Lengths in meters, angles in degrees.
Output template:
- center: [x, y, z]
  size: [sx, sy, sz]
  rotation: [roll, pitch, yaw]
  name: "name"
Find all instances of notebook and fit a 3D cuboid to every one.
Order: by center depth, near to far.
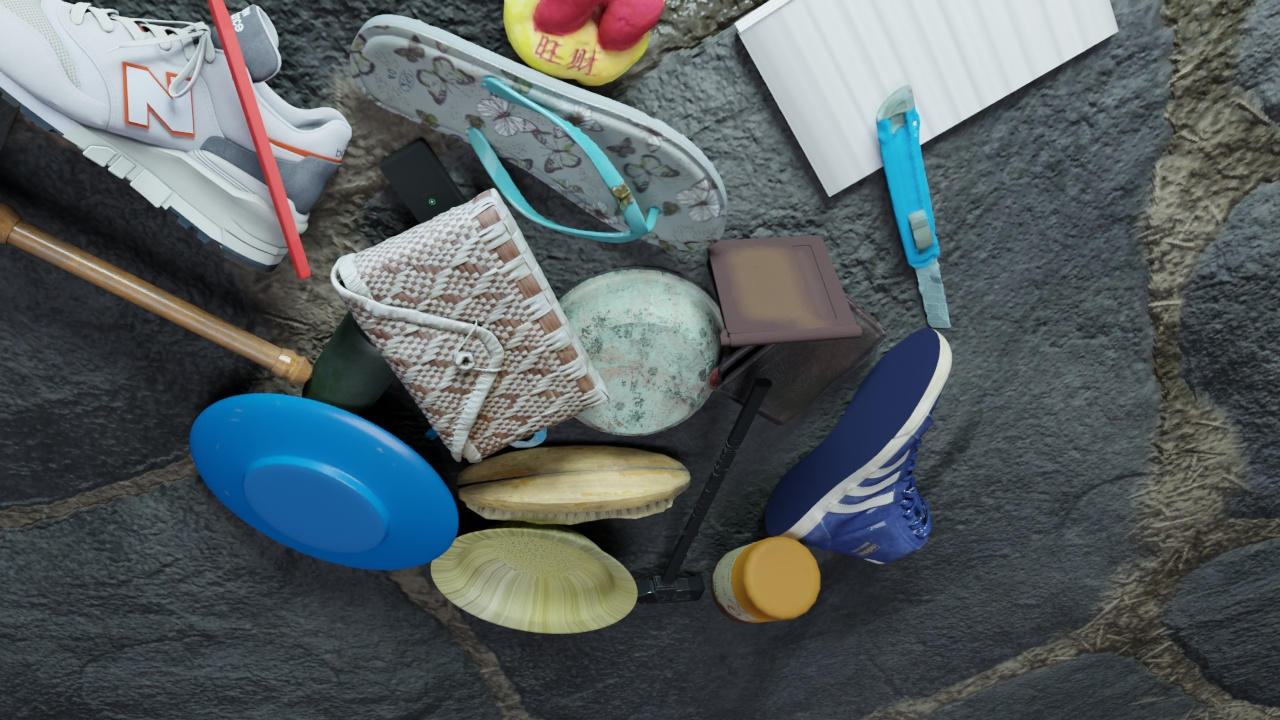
- center: [0.185, -0.214, 0.590]
  size: [0.210, 0.009, 0.142]
  rotation: [-29, 124, 15]
  name: "notebook"

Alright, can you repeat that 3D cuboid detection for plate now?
- center: [-0.258, 0.113, 0.740]
  size: [0.224, 0.024, 0.225]
  rotation: [8, 136, 7]
  name: "plate"
- center: [-0.093, 0.188, 0.831]
  size: [0.184, 0.036, 0.185]
  rotation: [4, 138, 3]
  name: "plate"

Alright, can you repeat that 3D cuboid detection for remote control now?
- center: [-0.127, -0.087, 0.653]
  size: [0.034, 0.013, 0.150]
  rotation: [-24, 125, 12]
  name: "remote control"

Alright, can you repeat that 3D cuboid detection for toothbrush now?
- center: [-0.217, -0.141, 0.528]
  size: [0.017, 0.012, 0.213]
  rotation: [-26, 132, -27]
  name: "toothbrush"

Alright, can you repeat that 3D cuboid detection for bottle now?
- center: [-0.234, 0.027, 0.704]
  size: [0.055, 0.055, 0.175]
  rotation: [29, 125, -24]
  name: "bottle"
- center: [0.100, 0.201, 0.823]
  size: [0.068, 0.067, 0.157]
  rotation: [8, 161, -11]
  name: "bottle"

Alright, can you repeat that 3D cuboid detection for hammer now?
- center: [-0.366, -0.062, 0.606]
  size: [0.317, 0.082, 0.163]
  rotation: [31, 118, -24]
  name: "hammer"
- center: [0.046, 0.123, 0.771]
  size: [0.095, 0.015, 0.326]
  rotation: [1, 139, -16]
  name: "hammer"

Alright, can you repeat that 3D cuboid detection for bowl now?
- center: [-0.004, 0.004, 0.715]
  size: [0.157, 0.038, 0.158]
  rotation: [-2, 126, -3]
  name: "bowl"

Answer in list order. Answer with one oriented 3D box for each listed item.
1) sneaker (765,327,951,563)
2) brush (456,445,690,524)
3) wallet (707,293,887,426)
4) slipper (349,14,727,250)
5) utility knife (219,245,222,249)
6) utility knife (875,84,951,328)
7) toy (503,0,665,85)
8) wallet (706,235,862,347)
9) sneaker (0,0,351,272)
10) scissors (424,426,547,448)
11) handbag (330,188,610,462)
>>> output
- center: [0.219, 0.089, 0.764]
  size: [0.118, 0.091, 0.234]
  rotation: [25, 121, -16]
  name: "sneaker"
- center: [-0.055, 0.106, 0.773]
  size: [0.195, 0.059, 0.043]
  rotation: [-1, 139, -8]
  name: "brush"
- center: [0.123, -0.003, 0.712]
  size: [0.120, 0.031, 0.099]
  rotation: [-40, 141, 19]
  name: "wallet"
- center: [-0.056, -0.132, 0.584]
  size: [0.268, 0.054, 0.098]
  rotation: [25, 143, -20]
  name: "slipper"
- center: [-0.307, -0.143, 0.598]
  size: [0.022, 0.015, 0.166]
  rotation: [-17, 123, 8]
  name: "utility knife"
- center: [0.204, -0.100, 0.669]
  size: [0.031, 0.015, 0.222]
  rotation: [-18, 132, 12]
  name: "utility knife"
- center: [-0.028, -0.224, 0.534]
  size: [0.105, 0.067, 0.138]
  rotation: [2, 133, -4]
  name: "toy"
- center: [0.094, -0.049, 0.637]
  size: [0.091, 0.115, 0.018]
  rotation: [-4, 128, -2]
  name: "wallet"
- center: [-0.273, -0.168, 0.540]
  size: [0.124, 0.088, 0.240]
  rotation: [-40, 129, 5]
  name: "sneaker"
- center: [-0.125, 0.023, 0.737]
  size: [0.134, 0.011, 0.140]
  rotation: [25, 120, -20]
  name: "scissors"
- center: [-0.112, -0.013, 0.633]
  size: [0.124, 0.047, 0.186]
  rotation: [-25, 124, 3]
  name: "handbag"
